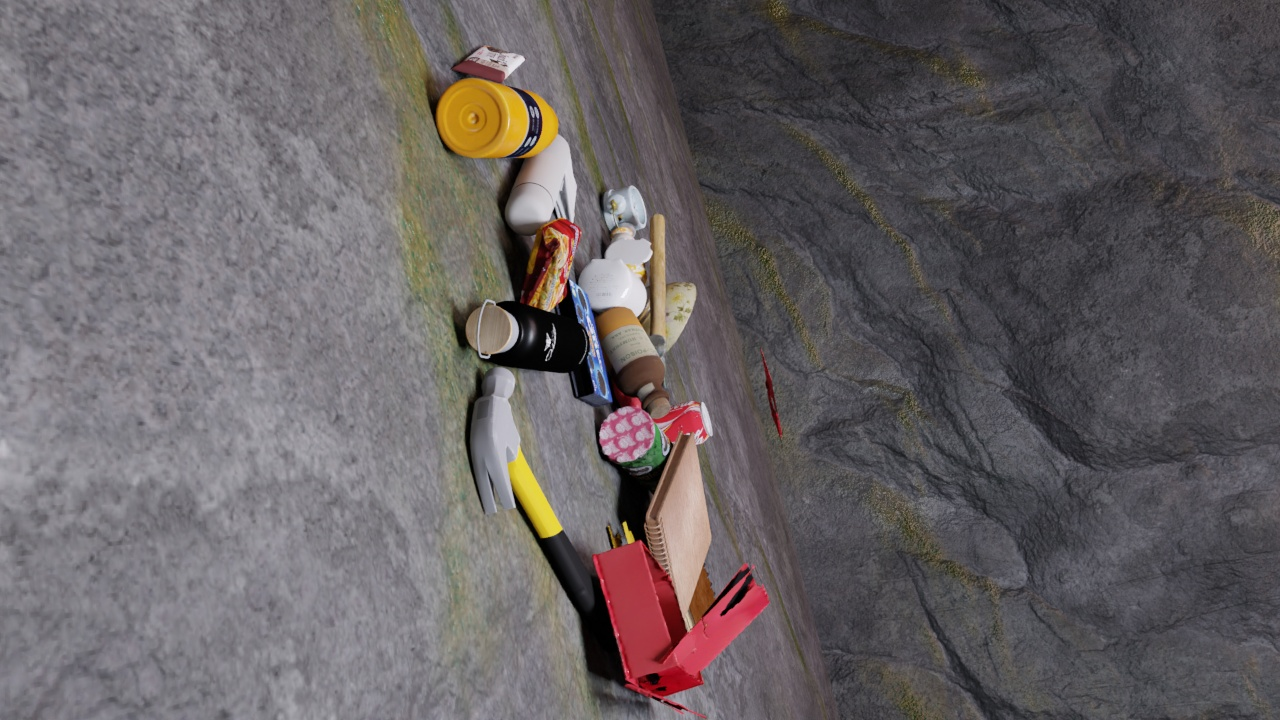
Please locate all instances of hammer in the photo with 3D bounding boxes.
[{"bbox_3d":[-0.081,0.166,0.858,0.126,0.029,0.324,-88,160,-54],"label":"hammer"},{"bbox_3d":[0.025,-0.097,1.383,0.132,0.033,0.329,84,6,-50],"label":"hammer"}]

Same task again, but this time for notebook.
[{"bbox_3d":[0.051,0.224,1.198,0.168,0.022,0.211,-64,151,-47],"label":"notebook"},{"bbox_3d":[0.067,0.304,1.350,0.167,0.024,0.225,-64,137,-70],"label":"notebook"}]

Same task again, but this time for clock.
[{"bbox_3d":[-0.031,-0.248,1.549,0.117,0.057,0.083,-69,142,-59],"label":"clock"}]

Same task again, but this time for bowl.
[{"bbox_3d":[0.024,-0.074,1.477,0.063,0.145,0.145,29,31,-17],"label":"bowl"}]

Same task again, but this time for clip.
[{"bbox_3d":[-0.016,0.214,1.080,0.049,0.044,0.054,-13,85,-53],"label":"clip"}]

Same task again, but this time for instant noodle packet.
[{"bbox_3d":[-0.099,-0.104,1.015,0.135,0.040,0.099,-63,166,-74],"label":"instant noodle packet"}]

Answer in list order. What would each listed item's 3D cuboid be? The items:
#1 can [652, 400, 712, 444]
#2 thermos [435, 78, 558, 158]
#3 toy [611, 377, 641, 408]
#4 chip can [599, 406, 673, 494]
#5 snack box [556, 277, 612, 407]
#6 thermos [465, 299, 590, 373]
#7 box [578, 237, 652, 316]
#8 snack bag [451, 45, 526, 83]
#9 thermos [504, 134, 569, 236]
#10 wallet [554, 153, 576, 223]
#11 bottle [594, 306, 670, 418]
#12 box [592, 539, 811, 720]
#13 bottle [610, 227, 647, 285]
[{"bbox_3d":[0.046,0.098,1.327,0.064,0.105,0.064,-15,89,-78],"label":"can"},{"bbox_3d":[-0.147,-0.266,0.994,0.232,0.076,0.091,-54,124,-74],"label":"thermos"},{"bbox_3d":[-0.011,0.047,1.278,0.135,0.045,0.092,-96,164,-62],"label":"toy"},{"bbox_3d":[0.014,0.130,1.215,0.223,0.075,0.075,51,26,-62],"label":"chip can"},{"bbox_3d":[-0.071,-0.021,1.135,0.082,0.027,0.150,33,43,-73],"label":"snack box"},{"bbox_3d":[-0.110,-0.022,0.882,0.231,0.061,0.061,12,62,-76],"label":"thermos"},{"bbox_3d":[-0.031,-0.126,1.288,0.137,0.083,0.143,35,53,-73],"label":"box"},{"bbox_3d":[-0.171,-0.342,1.054,0.157,0.057,0.013,-81,-172,-62],"label":"snack bag"},{"bbox_3d":[-0.121,-0.213,1.097,0.223,0.052,0.052,-86,157,-58],"label":"thermos"},{"bbox_3d":[-0.109,-0.240,1.257,0.116,0.032,0.086,-93,173,-54],"label":"wallet"},{"bbox_3d":[-0.007,0.007,1.196,0.157,0.068,0.068,61,4,30],"label":"bottle"},{"bbox_3d":[0.129,0.398,0.892,0.510,0.141,0.215,52,-6,27],"label":"box"},{"bbox_3d":[-0.024,-0.158,1.442,0.063,0.063,0.109,57,22,-53],"label":"bottle"}]
